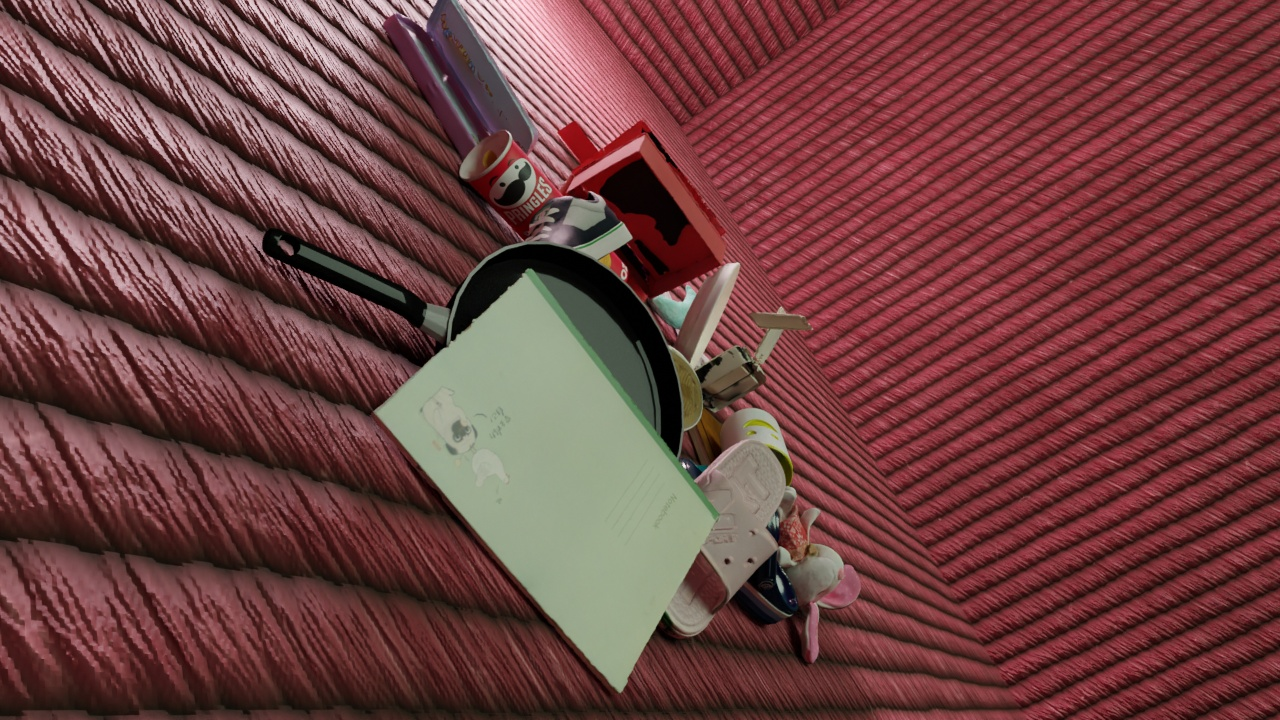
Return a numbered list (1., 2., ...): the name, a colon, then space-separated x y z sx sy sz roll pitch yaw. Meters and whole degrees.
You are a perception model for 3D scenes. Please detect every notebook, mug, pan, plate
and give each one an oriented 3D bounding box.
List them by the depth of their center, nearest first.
1. notebook: -0.050 0.079 0.649 0.252 0.010 0.181 53 44 -15
2. pan: -0.104 -0.006 0.663 0.356 0.034 0.224 26 55 -35
3. mug: 0.143 0.118 1.155 0.082 0.083 0.106 52 14 -18
4. notebook: 0.117 0.158 1.182 0.178 0.014 0.249 44 19 -43
5. plate: 0.088 -0.060 1.296 0.034 0.182 0.182 25 13 8

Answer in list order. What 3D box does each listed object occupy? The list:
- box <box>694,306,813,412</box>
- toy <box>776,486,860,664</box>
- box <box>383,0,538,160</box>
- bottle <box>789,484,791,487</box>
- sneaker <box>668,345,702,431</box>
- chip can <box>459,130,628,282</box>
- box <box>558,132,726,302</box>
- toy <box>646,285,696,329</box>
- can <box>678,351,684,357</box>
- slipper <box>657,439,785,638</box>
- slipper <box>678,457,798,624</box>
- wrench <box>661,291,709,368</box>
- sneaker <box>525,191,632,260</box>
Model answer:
1. box: 0.151 -0.011 1.299 0.069 0.191 0.143 61 9 20
2. toy: 0.193 0.236 1.085 0.158 0.084 0.194 -32 101 -48
3. box: -0.203 -0.309 1.049 0.214 0.096 0.077 59 -12 8
4. bottle: 0.188 0.168 1.330 0.047 0.047 0.112 46 18 -37
5. sneaker: -0.047 0.023 0.800 0.240 0.088 0.118 16 62 -41
6. chip can: -0.102 -0.152 1.024 0.220 0.069 0.069 46 18 -37
7. box: -0.036 -0.119 1.207 0.214 0.153 0.324 51 49 -25
8. toy: 0.057 -0.082 1.416 0.105 0.033 0.085 -1 56 -40
9. can: 0.027 -0.002 1.186 0.038 0.038 0.079 63 16 22
10. slipper: 0.078 0.143 0.821 0.094 0.065 0.238 52 42 -5
11. slipper: 0.103 0.177 0.949 0.253 0.095 0.105 51 18 -32
12. wrench: 0.061 -0.066 1.480 0.086 0.018 0.273 40 21 -48
13. sneaker: -0.088 -0.115 0.908 0.079 0.084 0.234 57 29 -7
